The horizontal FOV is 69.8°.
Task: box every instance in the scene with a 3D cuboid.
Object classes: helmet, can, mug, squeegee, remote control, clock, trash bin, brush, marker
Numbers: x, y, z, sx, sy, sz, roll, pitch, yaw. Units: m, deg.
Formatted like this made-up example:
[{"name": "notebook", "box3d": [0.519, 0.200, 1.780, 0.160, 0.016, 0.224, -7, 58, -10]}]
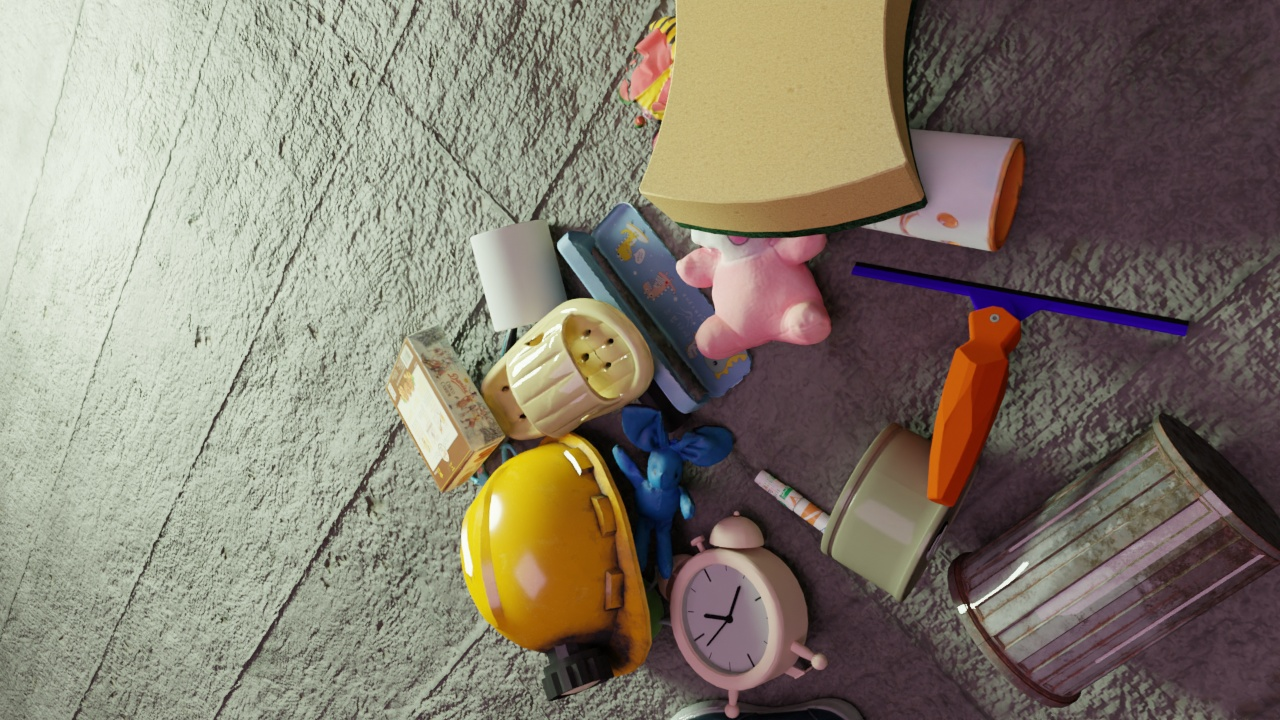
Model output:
[{"name": "helmet", "box3d": [-0.106, 0.201, 0.907, 0.206, 0.131, 0.255, -50, 55, 49]}, {"name": "can", "box3d": [0.210, 0.121, 0.745, 0.073, 0.127, 0.128, 29, 116, 24]}, {"name": "mug", "box3d": [0.227, -0.132, 0.696, 0.105, 0.082, 0.082, 16, 110, 29]}, {"name": "mug", "box3d": [-0.128, -0.085, 0.937, 0.112, 0.078, 0.097, -4, 101, 61]}, {"name": "squeegee", "box3d": [0.252, 0.020, 0.689, 0.250, 0.055, 0.184, 15, 74, 28]}, {"name": "remote control", "box3d": [-0.005, 0.005, 0.885, 0.033, 0.015, 0.147, -38, 99, -9]}, {"name": "clock", "box3d": [0.098, 0.240, 0.884, 0.131, 0.086, 0.160, -44, 69, 32]}, {"name": "trash bin", "box3d": [0.338, 0.152, 0.674, 0.131, 0.130, 0.212, 48, 120, 12]}, {"name": "clock", "box3d": [-0.024, 0.270, 0.978, 0.120, 0.042, 0.094, -22, 90, 34]}, {"name": "brush", "box3d": [0.112, -0.223, 0.687, 0.195, 0.075, 0.250, 0, 77, 28]}, {"name": "marker", "box3d": [0.168, 0.149, 0.843, 0.145, 0.017, 0.017, 35, 118, 19]}]

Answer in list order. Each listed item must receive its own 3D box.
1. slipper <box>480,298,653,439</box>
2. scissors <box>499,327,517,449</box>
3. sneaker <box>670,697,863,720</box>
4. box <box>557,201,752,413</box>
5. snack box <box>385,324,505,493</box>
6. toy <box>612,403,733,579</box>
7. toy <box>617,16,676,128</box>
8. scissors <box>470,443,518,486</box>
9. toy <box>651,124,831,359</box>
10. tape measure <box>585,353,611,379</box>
[{"name": "slipper", "box3d": [-0.095, 0.023, 0.883, 0.262, 0.079, 0.111, -28, 92, 50]}, {"name": "scissors", "box3d": [-0.142, 0.026, 1.002, 0.131, 0.019, 0.149, -20, 93, 36]}, {"name": "sneaker", "box3d": [0.111, 0.387, 0.897, 0.236, 0.087, 0.089, -22, 91, 33]}, {"name": "box", "box3d": [0.017, -0.055, 0.860, 0.079, 0.072, 0.210, -39, 79, 19]}, {"name": "snack box", "box3d": [-0.219, 0.056, 1.007, 0.147, 0.041, 0.143, 58, 146, 10]}, {"name": "toy", "box3d": [0.027, 0.121, 0.879, 0.113, 0.071, 0.176, 6, 109, -4]}, {"name": "toy", "box3d": [0.023, -0.254, 0.815, 0.084, 0.046, 0.103, 28, 111, 38]}, {"name": "scissors", "box3d": [-0.152, 0.143, 1.039, 0.138, 0.015, 0.120, 51, 131, 6]}, {"name": "toy", "box3d": [0.092, -0.112, 0.783, 0.142, 0.084, 0.213, -10, 99, 32]}, {"name": "tape measure", "box3d": [-0.036, 0.007, 0.916, 0.059, 0.035, 0.065, -18, 105, 17]}]
